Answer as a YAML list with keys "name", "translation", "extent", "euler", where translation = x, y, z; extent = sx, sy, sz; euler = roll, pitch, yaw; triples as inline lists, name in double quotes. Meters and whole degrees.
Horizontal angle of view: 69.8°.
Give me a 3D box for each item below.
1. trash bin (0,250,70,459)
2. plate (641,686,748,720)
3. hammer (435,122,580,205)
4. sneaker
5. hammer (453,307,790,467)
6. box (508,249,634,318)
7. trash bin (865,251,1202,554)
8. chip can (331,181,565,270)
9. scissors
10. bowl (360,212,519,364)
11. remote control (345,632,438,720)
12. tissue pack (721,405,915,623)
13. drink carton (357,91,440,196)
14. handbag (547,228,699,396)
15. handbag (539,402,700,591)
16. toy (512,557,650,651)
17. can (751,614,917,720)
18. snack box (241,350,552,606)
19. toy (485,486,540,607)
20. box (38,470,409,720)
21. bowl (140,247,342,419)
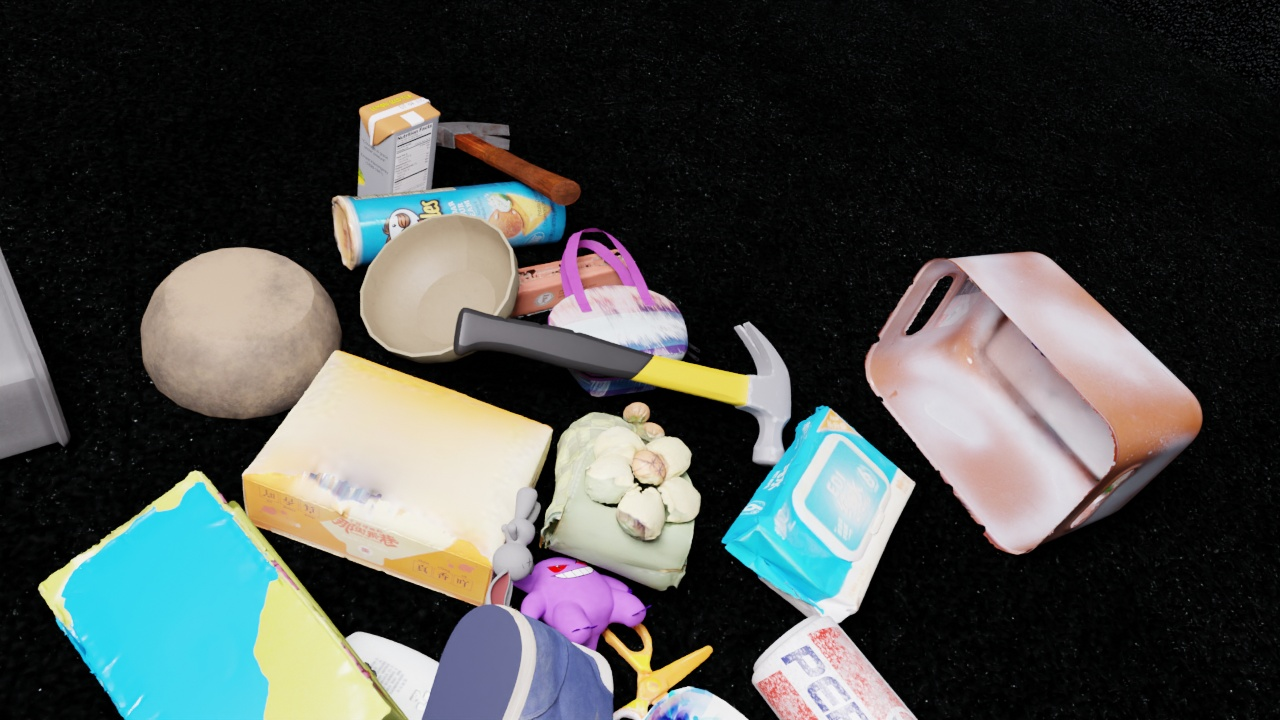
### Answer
- name: "trash bin"
  translation: [-0.563, 0.006, 0.657]
  extent: [0.219, 0.098, 0.192]
  euler: [-20, 56, -32]
- name: "plate"
  translation: [0.048, 0.327, 0.589]
  extent: [0.187, 0.016, 0.186]
  euler: [41, 47, 6]
- name: "hammer"
  translation: [-0.151, -0.216, 0.986]
  extent: [0.110, 0.028, 0.301]
  euler: [-13, 30, -30]
- name: "sneaker"
  translation: [-0.087, 0.279, 0.576]
  extent: [0.092, 0.118, 0.232]
  euler: [0, 68, 34]
- name: "hammer"
  translation: [-0.005, 0.005, 0.812]
  extent: [0.323, 0.029, 0.127]
  euler: [14, 76, -22]
- name: "box"
  translation: [-0.090, -0.084, 0.947]
  extent: [0.186, 0.060, 0.058]
  euler: [-15, 21, -32]
- name: "trash bin"
  translation: [0.378, 0.031, 0.897]
  extent: [0.157, 0.182, 0.259]
  euler: [-9, 50, -29]
- name: "chip can"
  translation: [-0.194, -0.143, 0.944]
  extent: [0.229, 0.080, 0.079]
  euler: [-11, 52, -29]
- name: "scissors"
  translation: [0.005, 0.243, 0.679]
  extent: [0.129, 0.011, 0.125]
  euler: [-30, 61, -36]
- name: "bowl"
  translation: [-0.181, -0.060, 0.859]
  extent: [0.152, 0.050, 0.152]
  euler: [-6, 63, 12]
- name: "remote control"
  translation: [-0.162, 0.229, 0.623]
  extent: [0.114, 0.028, 0.060]
  euler: [26, 46, 6]
- name: "tissue pack"
  translation: [0.161, 0.128, 0.797]
  extent: [0.117, 0.066, 0.208]
  euler: [43, 44, 1]
- name: "drink carton"
  translation: [-0.252, -0.207, 0.951]
  extent: [0.048, 0.125, 0.076]
  euler: [36, 46, 17]
- name: "handbag"
  translation: [-0.028, -0.056, 0.899]
  extent: [0.144, 0.068, 0.169]
  euler: [-7, 61, -25]
- name: "handbag"
  translation: [-0.013, 0.090, 0.734]
  extent: [0.113, 0.117, 0.186]
  euler: [20, 26, -11]
- name: "toy"
  translation: [-0.052, 0.181, 0.687]
  extent: [0.105, 0.056, 0.088]
  euler: [-3, 35, -45]
- name: "can"
  translation: [0.150, 0.259, 0.665]
  extent: [0.078, 0.078, 0.136]
  euler: [-20, 56, -34]
- name: "snack box"
  translation: [-0.184, 0.085, 0.719]
  extent: [0.195, 0.081, 0.144]
  euler: [20, 45, 0]
- name: "toy"
  translation: [-0.090, 0.142, 0.648]
  extent: [0.030, 0.049, 0.111]
  euler: [4, 49, 8]
- name: "box"
  translation: [-0.257, 0.188, 0.576]
  extent: [0.221, 0.082, 0.124]
  euler: [38, 66, 22]
- name: "bowl"
  translation: [-0.341, -0.033, 0.788]
  extent: [0.162, 0.070, 0.162]
  euler: [10, 45, -10]
